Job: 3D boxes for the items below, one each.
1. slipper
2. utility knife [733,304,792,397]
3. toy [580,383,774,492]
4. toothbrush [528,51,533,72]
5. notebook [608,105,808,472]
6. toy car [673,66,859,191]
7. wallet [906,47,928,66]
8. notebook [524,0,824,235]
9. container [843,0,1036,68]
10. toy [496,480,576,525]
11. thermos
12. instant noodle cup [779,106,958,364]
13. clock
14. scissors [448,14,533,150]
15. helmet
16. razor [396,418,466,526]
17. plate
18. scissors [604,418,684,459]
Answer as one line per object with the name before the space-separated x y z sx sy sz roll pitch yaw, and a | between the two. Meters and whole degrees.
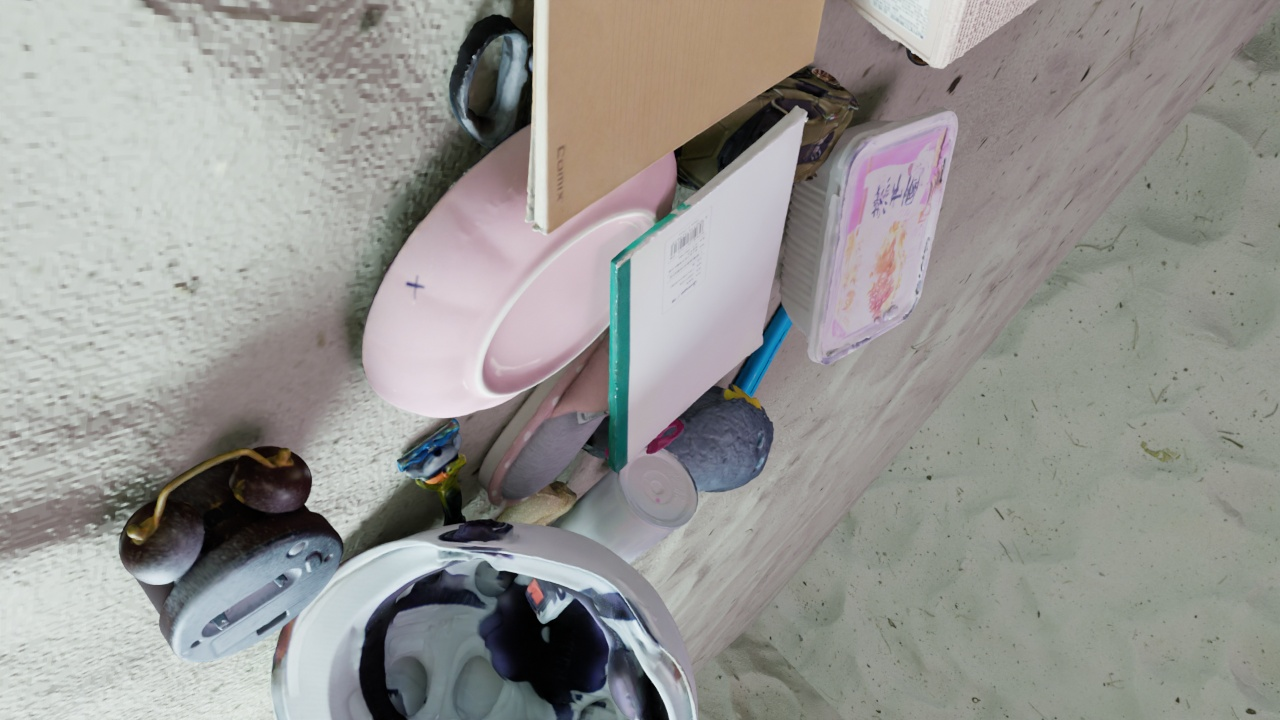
slipper | -0.004 0.004 0.613 0.274 0.054 0.114 -48 160 8
utility knife | 0.131 -0.027 0.877 0.034 0.018 0.203 -26 150 -43
toy | 0.049 0.077 0.830 0.138 0.091 0.356 -22 164 15
toothbrush | 0.017 -0.148 0.400 0.180 0.018 0.016 -38 157 -42
notebook | 0.035 -0.030 0.541 0.150 0.012 0.209 -41 156 -25
toy car | 0.073 -0.131 0.535 0.157 0.042 0.070 -19 146 -47
wallet | 0.235 -0.258 0.626 0.115 0.033 0.090 -35 160 -30
notebook | 0.029 -0.158 0.368 0.210 0.012 0.150 -40 151 -37
container | 0.173 -0.227 0.482 0.111 0.090 0.090 -40 159 -9
toy | -0.103 0.157 0.694 0.157 0.066 0.105 -58 159 3
thermos | -0.043 0.150 0.736 0.073 0.073 0.225 -25 165 -45
instant noodle cup | 0.159 -0.097 0.675 0.137 0.060 0.174 -25 130 -36
clock | -0.182 0.081 0.408 0.081 0.055 0.122 -32 155 -32
scissors | -0.051 -0.085 0.413 0.142 0.014 0.173 -45 160 0
helmet | -0.085 0.202 0.596 0.145 0.259 0.229 -34 131 -76
razor | -0.123 0.087 0.584 0.042 0.022 0.143 -35 158 -23
plate | -0.046 -0.038 0.451 0.192 0.039 0.193 -42 164 -15
scissors | 0.014 0.036 0.687 0.064 0.017 0.135 -19 -162 21
